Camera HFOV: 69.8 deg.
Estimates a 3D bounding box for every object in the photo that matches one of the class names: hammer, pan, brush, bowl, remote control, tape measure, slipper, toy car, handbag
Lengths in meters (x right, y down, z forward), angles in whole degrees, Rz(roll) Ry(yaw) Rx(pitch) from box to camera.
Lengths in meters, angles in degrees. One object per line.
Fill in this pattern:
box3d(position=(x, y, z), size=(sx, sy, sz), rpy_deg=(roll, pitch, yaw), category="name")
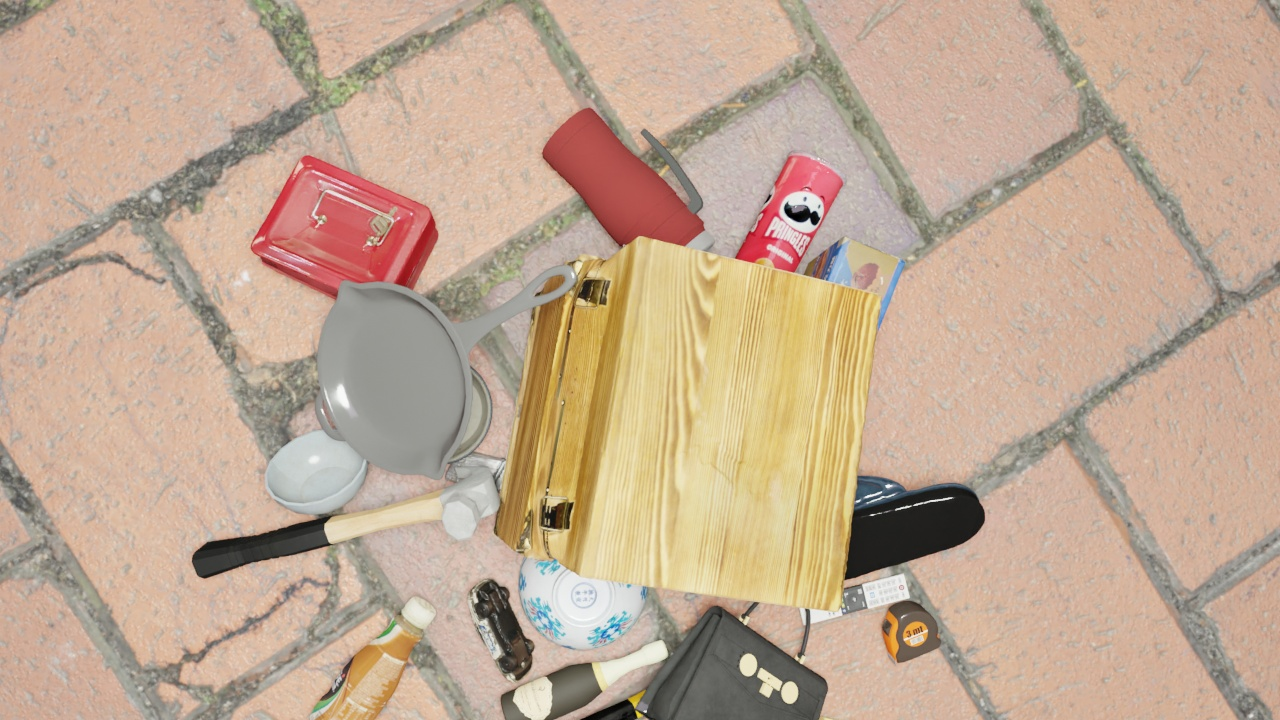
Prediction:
box3d(position=(-0.305, 0.173, 0.952), size=(0.328, 0.131, 0.039), rpy_deg=(-14, 102, 7), category="hammer")
box3d(position=(-0.193, -0.008, 0.884), size=(0.356, 0.024, 0.216), rpy_deg=(-27, 89, 29), category="pan")
box3d(position=(-0.107, 0.407, 0.948), size=(0.324, 0.170, 0.034), rpy_deg=(-19, 88, -17), category="hammer")
box3d(position=(-0.137, 0.130, 1.011), size=(0.151, 0.012, 0.039), rpy_deg=(13, 87, -2), category="brush")
box3d(position=(-0.336, 0.123, 0.968), size=(0.106, 0.039, 0.106), rpy_deg=(-4, 43, 3), category="bowl")
box3d(position=(0.238, 0.267, 1.027), size=(0.124, 0.012, 0.028), rpy_deg=(-13, 88, -4), category="remote control")
box3d(position=(-0.061, 0.244, 0.979), size=(0.144, 0.074, 0.144), rpy_deg=(0, 87, -3), category="bowl")
box3d(position=(-0.215, 0.053, 0.987), size=(0.115, 0.059, 0.115), rpy_deg=(0, 87, -3), category="bowl")
box3d(position=(0.296, 0.298, 1.018), size=(0.058, 0.038, 0.059), rpy_deg=(-22, 102, -4), category="tape measure")
box3d(position=(0.230, 0.173, 1.005), size=(0.266, 0.083, 0.109), rpy_deg=(-16, 127, 8), category="slipper")
box3d(position=(-0.153, 0.292, 0.987), size=(0.041, 0.048, 0.113), rpy_deg=(-26, 89, 27), category="toy car")
box3d(position=(0.123, 0.332, 0.975), size=(0.175, 0.072, 0.195), rpy_deg=(38, 73, -21), category="handbag")

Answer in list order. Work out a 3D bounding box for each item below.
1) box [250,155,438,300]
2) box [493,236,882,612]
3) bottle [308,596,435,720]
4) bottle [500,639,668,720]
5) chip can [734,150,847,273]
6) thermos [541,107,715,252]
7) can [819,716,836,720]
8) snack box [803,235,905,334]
box3d(position=(-0.311, -0.126, 0.981), size=(0.157, 0.098, 0.129), rpy_deg=(25, 81, 2), category="box")
box3d(position=(0.007, 0.061, 0.882), size=(0.286, 0.337, 0.279), rpy_deg=(12, 83, -17), category="box")
box3d(position=(-0.278, 0.326, 0.969), size=(0.059, 0.059, 0.167), rpy_deg=(37, 86, -1), category="bottle")
box3d(position=(-0.057, 0.346, 0.989), size=(0.184, 0.045, 0.045), rpy_deg=(-22, 89, -4), category="bottle")
box3d(position=(0.141, -0.112, 1.011), size=(0.073, 0.073, 0.233), rpy_deg=(29, 87, -2), category="chip can")
box3d(position=(-0.004, -0.184, 0.995), size=(0.108, 0.083, 0.198), rpy_deg=(-43, 88, 14), category="thermos")
box3d(position=(0.244, 0.457, 0.988), size=(0.135, 0.075, 0.104), rpy_deg=(15, 84, -3), category="can")
box3d(position=(0.188, -0.013, 0.966), size=(0.069, 0.155, 0.202), rpy_deg=(23, 86, -1), category="snack box")
